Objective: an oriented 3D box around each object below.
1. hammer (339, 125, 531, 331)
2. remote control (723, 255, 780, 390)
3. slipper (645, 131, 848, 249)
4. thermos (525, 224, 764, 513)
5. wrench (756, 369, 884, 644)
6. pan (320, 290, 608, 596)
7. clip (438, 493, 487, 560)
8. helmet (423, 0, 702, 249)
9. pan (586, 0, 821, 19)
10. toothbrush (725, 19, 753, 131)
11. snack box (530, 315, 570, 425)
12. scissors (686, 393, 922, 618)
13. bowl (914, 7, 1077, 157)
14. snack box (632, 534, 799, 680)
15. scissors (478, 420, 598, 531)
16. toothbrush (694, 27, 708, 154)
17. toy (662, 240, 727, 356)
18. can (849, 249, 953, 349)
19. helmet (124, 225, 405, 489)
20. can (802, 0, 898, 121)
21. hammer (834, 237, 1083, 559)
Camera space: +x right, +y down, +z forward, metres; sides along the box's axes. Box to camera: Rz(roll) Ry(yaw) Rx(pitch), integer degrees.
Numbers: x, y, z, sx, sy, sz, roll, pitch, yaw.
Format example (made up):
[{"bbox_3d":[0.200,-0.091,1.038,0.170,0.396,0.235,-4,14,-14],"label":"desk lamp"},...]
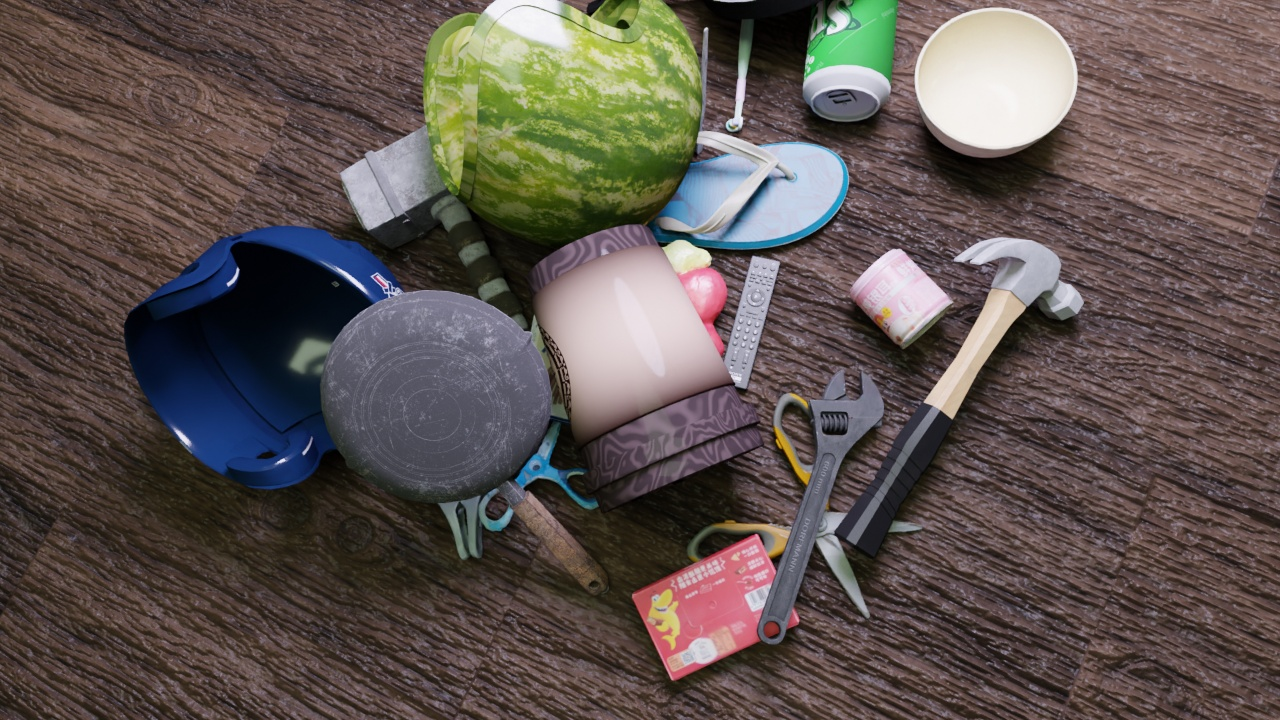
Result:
[{"bbox_3d":[-0.166,-0.099,0.962,0.177,0.079,0.326,-29,80,1],"label":"hammer"},{"bbox_3d":[0.111,-0.039,0.935,0.030,0.009,0.140,14,79,11],"label":"remote control"},{"bbox_3d":[0.066,-0.175,0.950,0.295,0.060,0.118,0,80,8],"label":"slipper"},{"bbox_3d":[-0.005,0.005,0.847,0.173,0.173,0.226,-23,81,2],"label":"thermos"},{"bbox_3d":[0.163,0.133,0.859,0.073,0.018,0.272,21,75,3],"label":"wrench"},{"bbox_3d":[-0.135,0.098,0.828,0.208,0.040,0.357,-35,109,9],"label":"pan"},{"bbox_3d":[-0.194,0.101,0.939,0.165,0.032,0.164,30,83,15],"label":"clip"},{"bbox_3d":[-0.061,-0.224,0.854,0.246,0.213,0.243,-9,105,-24],"label":"helmet"},{"bbox_3d":[0.105,-0.420,0.980,0.357,0.034,0.224,-10,47,24],"label":"pan"},{"bbox_3d":[0.111,-0.322,0.999,0.022,0.015,0.154,-3,74,43],"label":"toothbrush"},{"bbox_3d":[-0.071,-0.012,0.926,0.082,0.026,0.150,15,75,-24],"label":"snack box"},{"bbox_3d":[0.148,0.149,0.883,0.230,0.016,0.225,-22,77,2],"label":"scissors"},{"bbox_3d":[0.347,-0.265,0.920,0.151,0.075,0.150,-2,76,8],"label":"bowl"},{"bbox_3d":[0.070,0.232,0.862,0.133,0.021,0.089,-26,86,5],"label":"snack box"},{"bbox_3d":[-0.099,0.117,0.914,0.140,0.011,0.133,25,73,-1],"label":"scissors"},{"bbox_3d":[0.058,-0.264,0.908,0.010,0.182,0.010,39,73,17],"label":"toothbrush"},{"bbox_3d":[0.044,-0.059,0.931,0.092,0.045,0.135,-20,80,8],"label":"toy"},{"bbox_3d":[0.252,-0.060,0.890,0.067,0.067,0.076,-40,75,-2],"label":"can"},{"bbox_3d":[-0.316,-0.019,0.880,0.273,0.232,0.222,5,32,32],"label":"helmet"},{"bbox_3d":[0.217,-0.326,0.947,0.088,0.088,0.139,6,78,10],"label":"can"},{"bbox_3d":[0.284,0.034,0.850,0.131,0.039,0.328,34,87,-26],"label":"hammer"}]
